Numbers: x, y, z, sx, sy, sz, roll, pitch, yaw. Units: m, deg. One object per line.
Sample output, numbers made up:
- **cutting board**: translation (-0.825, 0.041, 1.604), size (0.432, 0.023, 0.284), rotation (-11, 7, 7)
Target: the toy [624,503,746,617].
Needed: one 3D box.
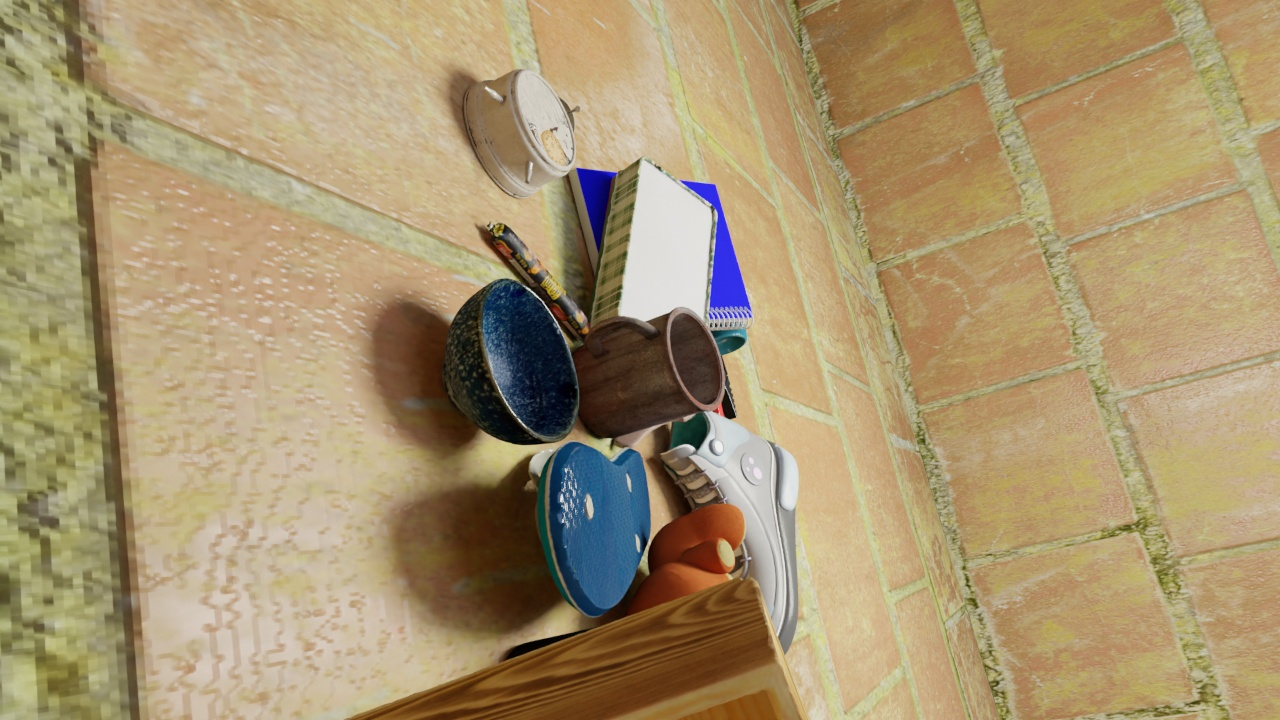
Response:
- **toy**: translation (0.032, 0.193, 0.719), size (0.096, 0.112, 0.175), rotation (32, 42, 8)

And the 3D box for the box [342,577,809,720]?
- **box**: translation (-0.040, 0.288, 0.272), size (0.336, 0.286, 0.279), rotation (-75, 144, -80)

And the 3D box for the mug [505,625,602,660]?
- **mug**: translation (-0.023, 0.221, 0.583), size (0.113, 0.088, 0.078), rotation (56, 27, -34)

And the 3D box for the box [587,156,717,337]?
- **box**: translation (0.015, -0.089, 0.889), size (0.117, 0.051, 0.205), rotation (29, 54, -34)

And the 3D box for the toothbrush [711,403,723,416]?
- **toothbrush**: translation (0.101, 0.147, 1.026), size (0.012, 0.018, 0.212), rotation (-16, 95, -64)

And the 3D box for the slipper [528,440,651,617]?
- **slipper**: translation (-0.040, 0.117, 0.674), size (0.294, 0.060, 0.118), rotation (12, 66, -80)

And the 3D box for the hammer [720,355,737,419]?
- **hammer**: translation (0.040, 0.031, 0.987), size (0.324, 0.015, 0.095), rotation (-4, 78, -67)

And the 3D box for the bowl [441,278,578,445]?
- **bowl**: translation (-0.096, 0.008, 0.619), size (0.114, 0.061, 0.114), rotation (47, 32, -42)

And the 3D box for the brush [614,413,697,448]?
- **brush**: translation (0.018, 0.056, 0.863), size (0.135, 0.050, 0.015), rotation (-33, 132, -50)

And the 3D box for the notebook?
- **notebook**: translation (0.028, -0.112, 0.962), size (0.208, 0.022, 0.171), rotation (-5, 76, -44)

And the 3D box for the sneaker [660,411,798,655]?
- **sneaker**: translation (0.075, 0.163, 0.886), size (0.160, 0.093, 0.256), rotation (38, 44, -31)

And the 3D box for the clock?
- **clock**: translation (-0.090, -0.205, 0.802), size (0.103, 0.061, 0.156), rotation (66, 24, -13)

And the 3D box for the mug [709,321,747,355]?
- **mug**: translation (0.081, -0.070, 1.065), size (0.078, 0.078, 0.121), rotation (30, 43, -59)

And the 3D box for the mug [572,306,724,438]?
- **mug**: translation (-0.004, 0.005, 0.770), size (0.123, 0.110, 0.096), rotation (44, 35, -37)

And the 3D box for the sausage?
- **sausage**: translation (-0.080, -0.064, 0.767), size (0.155, 0.020, 0.020), rotation (51, 30, -41)
